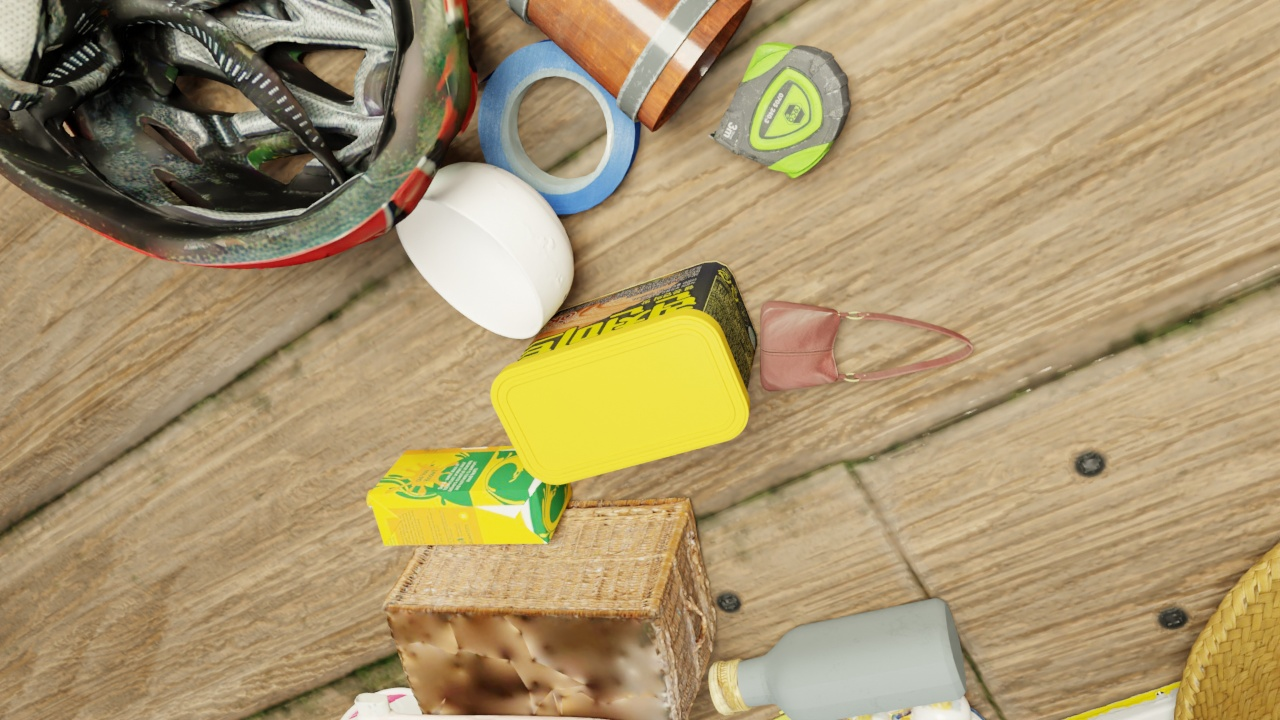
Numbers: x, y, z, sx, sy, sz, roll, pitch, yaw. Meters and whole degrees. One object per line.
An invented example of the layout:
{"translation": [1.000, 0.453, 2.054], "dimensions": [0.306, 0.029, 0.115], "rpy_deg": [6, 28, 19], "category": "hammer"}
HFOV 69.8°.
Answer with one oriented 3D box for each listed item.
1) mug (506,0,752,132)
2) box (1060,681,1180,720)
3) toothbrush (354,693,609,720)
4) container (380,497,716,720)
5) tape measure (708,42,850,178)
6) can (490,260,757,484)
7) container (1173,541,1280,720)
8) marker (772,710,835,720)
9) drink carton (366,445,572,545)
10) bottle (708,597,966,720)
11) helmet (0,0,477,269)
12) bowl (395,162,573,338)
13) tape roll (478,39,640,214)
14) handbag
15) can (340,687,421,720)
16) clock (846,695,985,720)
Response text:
{"translation": [-0.002, -0.193, 0.449], "dimensions": [0.111, 0.081, 0.117], "rpy_deg": [38, 93, -2], "category": "mug"}
{"translation": [0.370, 0.265, 0.604], "dimensions": [0.210, 0.023, 0.127], "rpy_deg": [-31, 104, 22], "category": "box"}
{"translation": [-0.094, 0.220, 0.564], "dimensions": [0.181, 0.015, 0.018], "rpy_deg": [-2, 108, 16], "category": "toothbrush"}
{"translation": [-0.055, 0.170, 0.604], "dimensions": [0.199, 0.112, 0.114], "rpy_deg": [-4, 114, 16], "category": "container"}
{"translation": [0.078, -0.131, 0.477], "dimensions": [0.058, 0.035, 0.066], "rpy_deg": [34, 121, 6], "category": "tape measure"}
{"translation": [-0.003, 0.003, 0.520], "dimensions": [0.131, 0.100, 0.072], "rpy_deg": [-17, 110, 19], "category": "can"}
{"translation": [0.457, 0.229, 0.456], "dimensions": [0.307, 0.196, 0.307], "rpy_deg": [3, 112, 7], "category": "container"}
{"translation": [0.088, 0.277, 0.676], "dimensions": [0.124, 0.017, 0.021], "rpy_deg": [-37, 69, 26], "category": "marker"}
{"translation": [-0.114, 0.089, 0.609], "dimensions": [0.123, 0.058, 0.041], "rpy_deg": [-3, 114, 14], "category": "drink carton"}
{"translation": [0.125, 0.201, 0.600], "dimensions": [0.161, 0.072, 0.046], "rpy_deg": [-18, 104, 20], "category": "bottle"}
{"translation": [-0.197, -0.156, 0.449], "dimensions": [0.272, 0.166, 0.218], "rpy_deg": [19, 103, 14], "category": "helmet"}
{"translation": [-0.082, -0.067, 0.518], "dimensions": [0.105, 0.054, 0.105], "rpy_deg": [28, 151, 17], "category": "bowl"}
{"translation": [-0.046, -0.130, 0.514], "dimensions": [0.091, 0.016, 0.093], "rpy_deg": [-22, 108, 21], "category": "tape roll"}
{"translation": [0.129, -0.009, 0.530], "dimensions": [0.120, 0.029, 0.055], "rpy_deg": [0, 113, 7], "category": "handbag"}
{"translation": [-0.186, 0.351, 0.732], "dimensions": [0.088, 0.088, 0.166], "rpy_deg": [-2, 114, 13], "category": "can"}
{"translation": [0.193, 0.266, 0.629], "dimensions": [0.089, 0.051, 0.125], "rpy_deg": [-25, 104, 23], "category": "clock"}
